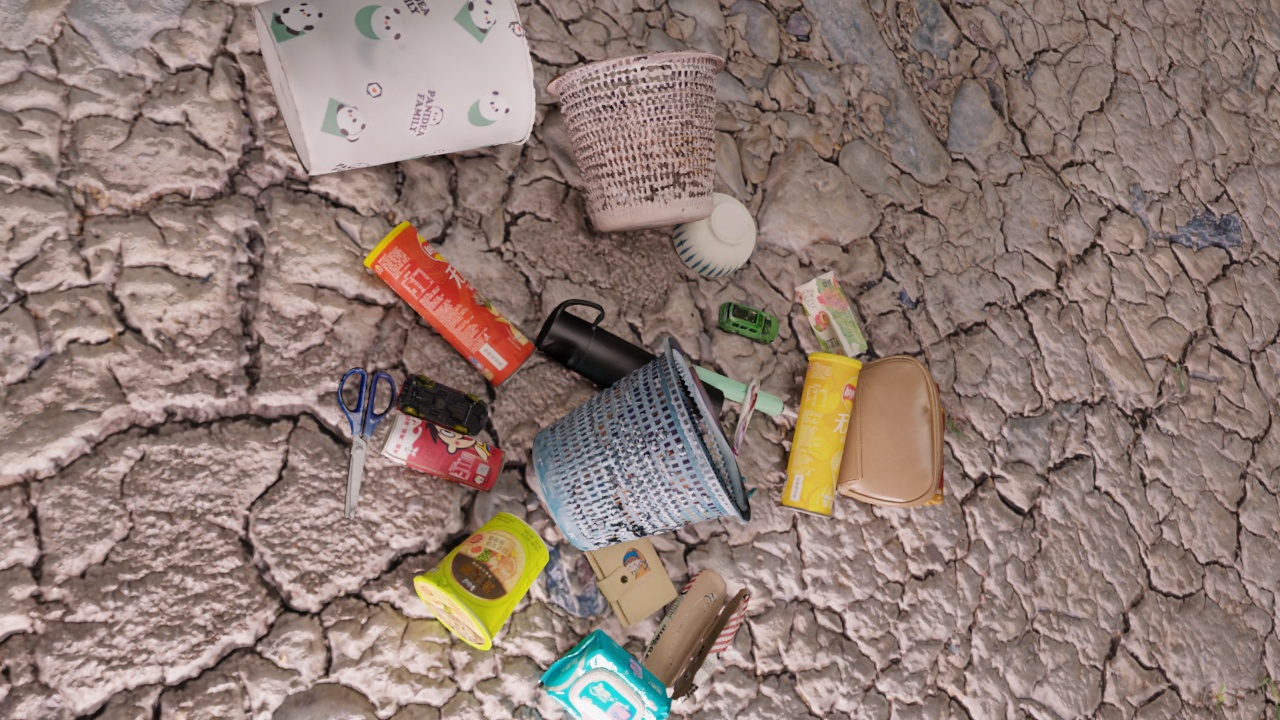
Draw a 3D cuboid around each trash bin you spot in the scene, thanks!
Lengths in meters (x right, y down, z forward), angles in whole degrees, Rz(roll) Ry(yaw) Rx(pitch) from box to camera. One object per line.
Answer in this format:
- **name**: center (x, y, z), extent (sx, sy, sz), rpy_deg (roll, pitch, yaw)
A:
- **trash bin**: center (-0.007, 0.113, 1.047), extent (0.195, 0.226, 0.226), rpy_deg (-24, 88, 9)
- **trash bin**: center (0.007, -0.266, 1.156), extent (0.227, 0.228, 0.192), rpy_deg (-11, 96, -25)
- **trash bin**: center (-0.278, -0.328, 1.034), extent (0.251, 0.230, 0.229), rpy_deg (-20, 87, -21)

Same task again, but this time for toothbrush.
- **toothbrush**: center (0.128, 0.112, 1.204), extent (0.016, 0.017, 0.187), rpy_deg (21, 82, -18)
- **toothbrush**: center (0.160, 0.054, 1.243), extent (0.224, 0.027, 0.027), rpy_deg (21, 71, -19)

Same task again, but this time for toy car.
- **toy car**: center (-0.230, 0.054, 1.070), extent (0.106, 0.031, 0.049), rpy_deg (22, 72, -17)
- **toy car**: center (0.151, -0.053, 1.257), extent (0.091, 0.036, 0.043), rpy_deg (17, 71, -23)

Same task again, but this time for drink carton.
- **drink carton**: center (0.271, -0.061, 1.300), extent (0.045, 0.054, 0.122), rpy_deg (-26, 91, -26)

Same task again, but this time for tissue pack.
- **tissue pack**: center (-0.040, 0.377, 1.051), extent (0.133, 0.050, 0.093), rpy_deg (44, 103, -9)

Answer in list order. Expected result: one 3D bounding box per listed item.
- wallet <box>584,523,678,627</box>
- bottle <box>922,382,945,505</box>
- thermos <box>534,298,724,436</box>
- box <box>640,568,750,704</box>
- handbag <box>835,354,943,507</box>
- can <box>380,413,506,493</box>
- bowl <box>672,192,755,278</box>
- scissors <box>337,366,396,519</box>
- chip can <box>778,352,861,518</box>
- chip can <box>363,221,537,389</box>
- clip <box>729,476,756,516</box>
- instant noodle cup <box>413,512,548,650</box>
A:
- **wallet**: center (-0.014, 0.260, 1.125), extent (0.087, 0.024, 0.115), rpy_deg (-28, 92, -25)
- **bottle**: center (0.407, 0.118, 1.318), extent (0.057, 0.058, 0.174), rpy_deg (12, 74, -21)
- **thermos**: center (-0.007, 0.007, 1.147), extent (0.242, 0.090, 0.068), rpy_deg (29, 27, -16)
- **box**: center (0.062, 0.332, 1.121), extent (0.088, 0.076, 0.162), rpy_deg (33, 69, 5)
- **handbag**: center (0.339, 0.099, 1.261), extent (0.148, 0.099, 0.204), rpy_deg (-2, 77, 22)
- **can**: center (-0.225, 0.106, 1.049), extent (0.132, 0.053, 0.053), rpy_deg (23, 71, -17)
- **bowl**: center (0.108, -0.176, 1.247), extent (0.116, 0.066, 0.116), rpy_deg (5, 77, -22)
- **scissors**: center (-0.327, 0.090, 1.032), extent (0.108, 0.012, 0.174), rpy_deg (34, 69, -15)
- **chip can**: center (0.239, 0.099, 1.221), extent (0.072, 0.072, 0.213), rpy_deg (15, 83, -20)
- **chip can**: center (-0.221, -0.064, 1.077), extent (0.216, 0.073, 0.073), rpy_deg (44, 66, -9)
- **clip**: center (0.129, 0.181, 1.209), extent (0.039, 0.014, 0.055), rpy_deg (45, 64, -8)
- **instant noodle cup**: center (-0.169, 0.237, 1.022), extent (0.111, 0.112, 0.123), rpy_deg (48, 57, -7)
